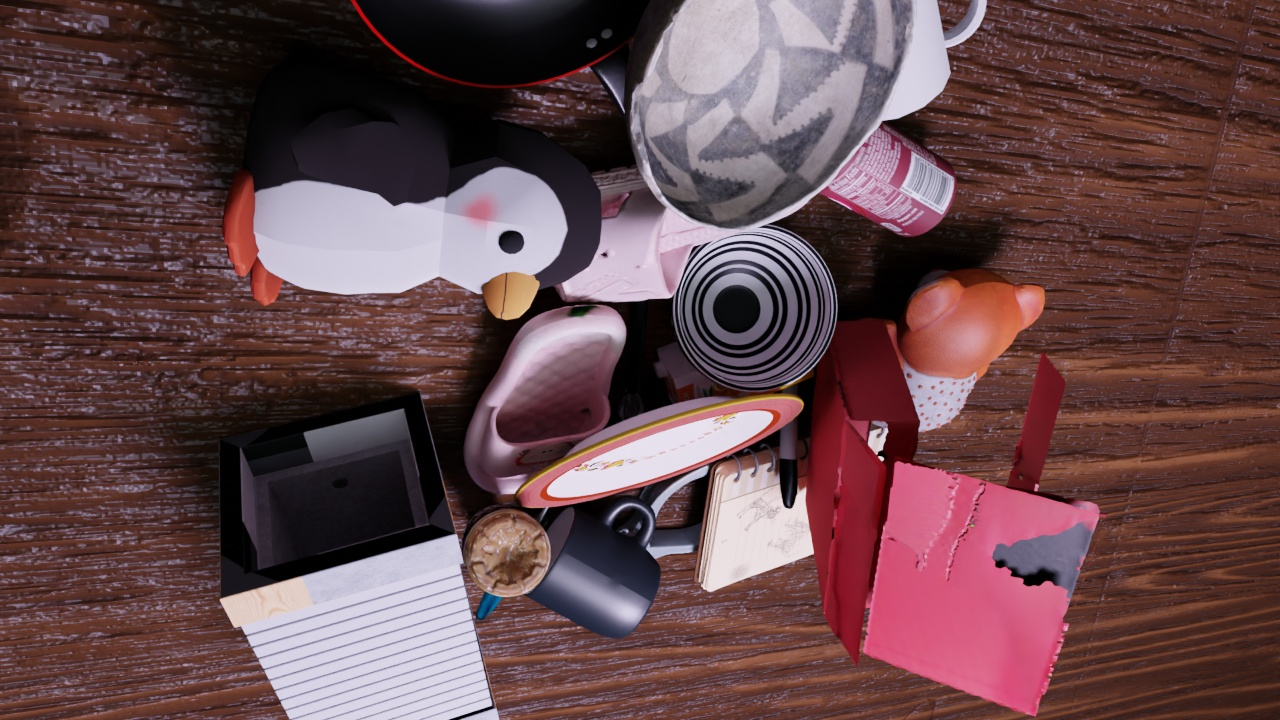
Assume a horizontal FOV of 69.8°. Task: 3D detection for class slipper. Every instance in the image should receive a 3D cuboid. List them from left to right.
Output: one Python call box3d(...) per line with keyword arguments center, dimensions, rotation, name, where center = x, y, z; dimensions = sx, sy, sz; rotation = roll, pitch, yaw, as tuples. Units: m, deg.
box3d(center=(-0.066, 0.037, 0.680), dimensions=(0.106, 0.055, 0.222), rotation=(-5, 145, -26), name="slipper")
box3d(center=(0.006, -0.080, 0.599), dimensions=(0.239, 0.064, 0.094), rotation=(-16, 154, -2), name="slipper")

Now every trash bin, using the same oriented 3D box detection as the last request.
box3d(center=(-0.205, 0.176, 0.693), dimensions=(0.142, 0.142, 0.247), rotation=(-14, 132, -14), name="trash bin")

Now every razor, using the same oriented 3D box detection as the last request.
box3d(center=(-0.004, 0.004, 0.726), dimensions=(0.043, 0.022, 0.144), rotation=(8, 124, 4), name="razor")

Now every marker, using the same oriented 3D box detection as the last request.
box3d(center=(0.131, 0.062, 0.800), dimensions=(0.022, 0.016, 0.138), rotation=(-11, 103, -56), name="marker")

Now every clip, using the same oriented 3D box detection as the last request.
box3d(center=(0.041, 0.166, 0.878), dimensions=(0.158, 0.030, 0.174), rotation=(31, 112, -38), name="clip")

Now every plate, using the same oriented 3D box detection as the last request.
box3d(center=(0.013, 0.065, 0.703), dimensions=(0.229, 0.021, 0.230), rotation=(-17, 164, -5), name="plate")

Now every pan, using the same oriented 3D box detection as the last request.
box3d(center=(-0.032, -0.199, 0.507), dimensions=(0.209, 0.067, 0.356), rotation=(-32, 151, 0), name="pan")

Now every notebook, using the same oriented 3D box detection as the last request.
box3d(center=(0.161, 0.131, 0.882), dimensions=(0.225, 0.024, 0.168), rotation=(-13, 129, -24), name="notebook")

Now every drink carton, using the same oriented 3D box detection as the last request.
box3d(center=(0.075, 0.003, 0.746), dimensions=(0.122, 0.040, 0.059), rotation=(-22, 134, -6), name="drink carton")

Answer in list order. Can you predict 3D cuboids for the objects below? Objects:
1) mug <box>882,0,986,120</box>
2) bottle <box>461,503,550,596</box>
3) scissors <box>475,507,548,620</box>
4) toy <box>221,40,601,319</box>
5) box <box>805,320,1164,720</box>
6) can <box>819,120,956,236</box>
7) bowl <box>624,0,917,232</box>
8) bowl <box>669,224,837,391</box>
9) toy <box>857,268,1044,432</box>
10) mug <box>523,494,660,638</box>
box3d(center=(0.161, -0.214, 0.571), dimensions=(0.105, 0.073, 0.089), rotation=(-23, 135, 11), name="mug")
box3d(center=(-0.109, 0.139, 0.708), dimensions=(0.059, 0.166, 0.059), rotation=(1, 86, -13), name="bottle")
box3d(center=(-0.106, 0.170, 0.800), dimensions=(0.148, 0.019, 0.123), rotation=(-57, 177, -14), name="scissors")
box3d(center=(-0.111, -0.096, 0.502), dimensions=(0.184, 0.140, 0.159), rotation=(7, 168, -11), name="toy")
box3d(center=(0.195, 0.134, 0.672), dimensions=(0.121, 0.318, 0.211), rotation=(-15, 127, -16), name="box")
box3d(center=(0.169, -0.135, 0.655), dimensions=(0.114, 0.063, 0.063), rotation=(18, 119, -35), name="can")
box3d(center=(0.058, -0.166, 0.504), dimensions=(0.178, 0.081, 0.179), rotation=(-22, 142, -19), name="bowl")
box3d(center=(0.078, -0.039, 0.683), dimensions=(0.120, 0.066, 0.120), rotation=(0, 93, -7), name="bowl")
box3d(center=(0.251, -0.014, 0.786), dimensions=(0.163, 0.092, 0.173), rotation=(0, 140, -21), name="toy")
box3d(center=(-0.031, 0.171, 0.795), dimensions=(0.094, 0.085, 0.121), rotation=(32, 93, -13), name="mug")
